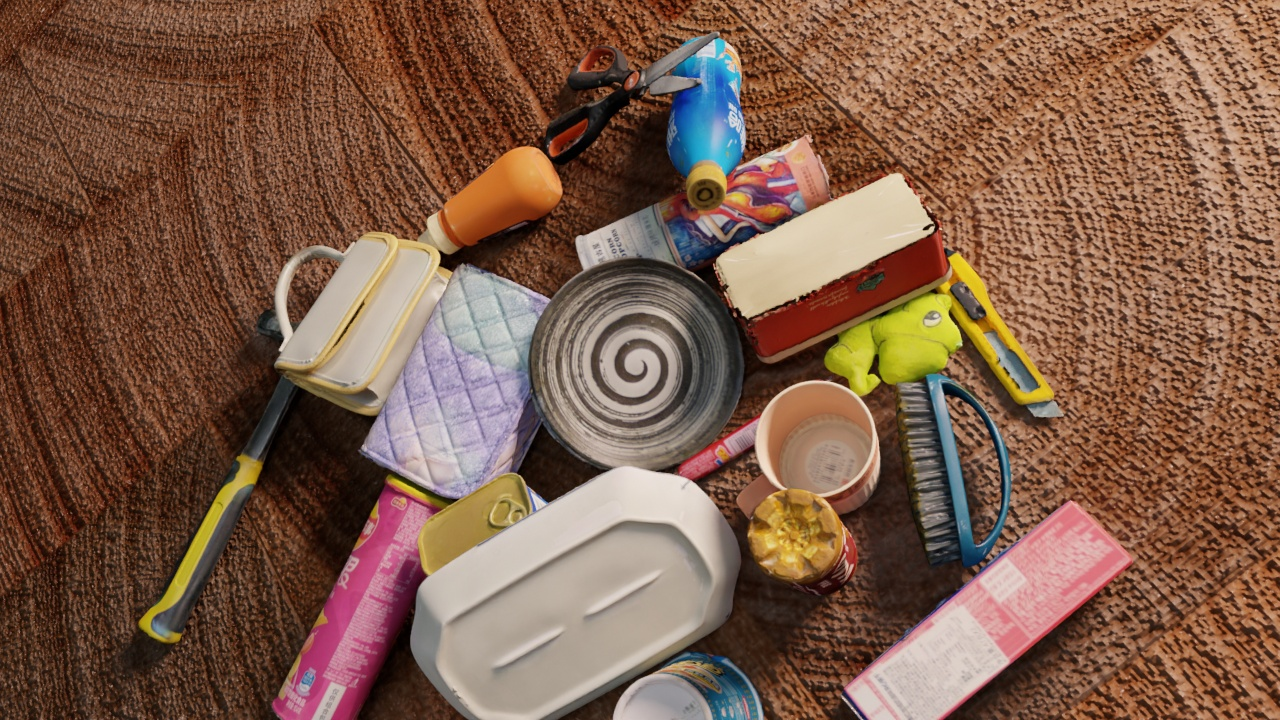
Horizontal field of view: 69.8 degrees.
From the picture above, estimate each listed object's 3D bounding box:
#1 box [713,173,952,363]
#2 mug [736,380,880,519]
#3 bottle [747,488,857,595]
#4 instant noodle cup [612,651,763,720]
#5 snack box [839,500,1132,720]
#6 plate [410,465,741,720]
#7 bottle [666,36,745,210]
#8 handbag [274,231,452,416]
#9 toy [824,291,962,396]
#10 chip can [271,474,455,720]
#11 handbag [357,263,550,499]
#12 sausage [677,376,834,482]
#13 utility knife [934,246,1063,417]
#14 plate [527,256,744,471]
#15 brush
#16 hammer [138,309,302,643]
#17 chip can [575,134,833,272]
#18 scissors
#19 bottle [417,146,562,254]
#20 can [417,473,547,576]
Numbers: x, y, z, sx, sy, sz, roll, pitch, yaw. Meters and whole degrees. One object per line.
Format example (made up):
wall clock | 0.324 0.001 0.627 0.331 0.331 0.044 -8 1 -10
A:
box | 0.147 -0.080 0.725 0.168 0.077 0.091 -25 48 9
mug | 0.123 0.079 0.678 0.114 0.106 0.081 -40 65 3
bottle | 0.116 0.129 0.627 0.057 0.175 0.057 -5 72 16
instant noodle cup | 0.029 0.258 0.652 0.099 0.110 0.099 -6 72 17
snack box | 0.235 0.185 0.635 0.207 0.057 0.058 -41 68 2
plate | -0.049 0.190 0.689 0.266 0.034 0.162 -30 106 7
bottle | 0.055 -0.196 0.762 0.065 0.065 0.218 -12 41 14
handbag | -0.279 -0.049 0.858 0.179 0.063 0.163 18 67 20
toy | 0.200 -0.013 0.723 0.100 0.031 0.096 14 78 26
chip can | -0.229 0.205 0.776 0.071 0.071 0.210 23 82 23
handbag | -0.147 0.024 0.803 0.134 0.075 0.193 24 80 18
sausage | 0.092 0.058 0.743 0.156 0.020 0.020 -33 66 6
utility knife | 0.271 -0.024 0.711 0.033 0.015 0.167 -32 66 9
plate | -0.005 0.004 0.762 0.179 0.024 0.179 0 90 -6
brush | 0.230 0.078 0.671 0.074 0.055 0.143 -11 70 15
hammer | -0.381 0.113 0.877 0.126 0.032 0.323 20 80 24
chip can | 0.056 -0.116 0.782 0.215 0.071 0.071 -23 68 10
scissors | -0.015 -0.253 0.819 0.228 0.021 0.197 -34 44 36
bottle | -0.148 -0.143 0.867 0.150 0.066 0.066 -27 67 17
can | -0.113 0.148 0.742 0.102 0.083 0.057 -31 50 7
